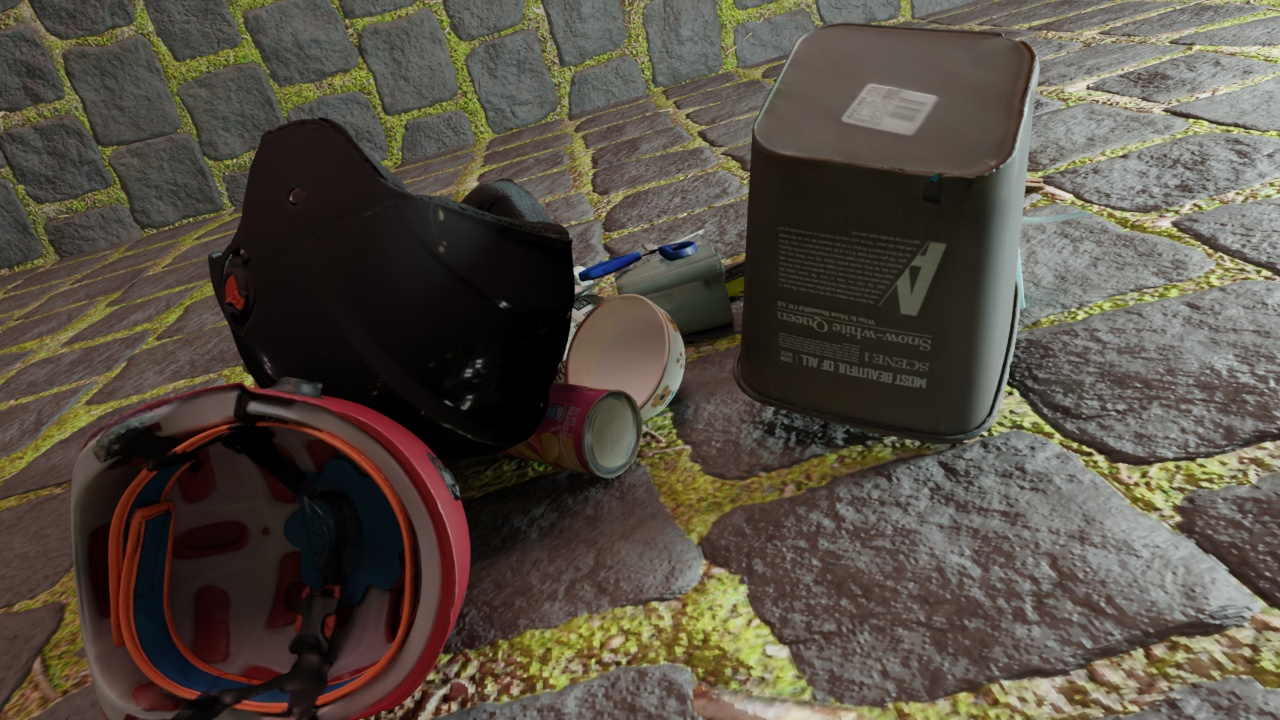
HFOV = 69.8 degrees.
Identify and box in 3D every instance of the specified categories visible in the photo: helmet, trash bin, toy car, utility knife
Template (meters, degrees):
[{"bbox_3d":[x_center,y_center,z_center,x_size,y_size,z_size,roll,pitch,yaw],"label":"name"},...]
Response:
[{"bbox_3d":[-0.199,0.111,0.550,0.240,0.207,0.143,-6,3,11],"label":"helmet"},{"bbox_3d":[-0.179,-0.038,0.673,0.275,0.230,0.233,-8,-6,29],"label":"helmet"},{"bbox_3d":[0.169,-0.090,0.633,0.199,0.220,0.198,12,53,20],"label":"trash bin"},{"bbox_3d":[0.107,-0.086,0.991,0.105,0.032,0.048,-19,21,23],"label":"toy car"},{"bbox_3d":[0.255,-0.105,0.768,0.222,0.013,0.029,-6,22,29],"label":"utility knife"}]

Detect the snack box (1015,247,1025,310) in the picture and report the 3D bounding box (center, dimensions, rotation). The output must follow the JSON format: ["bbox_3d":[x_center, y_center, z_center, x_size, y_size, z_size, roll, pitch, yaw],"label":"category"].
[{"bbox_3d":[0.240,-0.062,0.797,0.175,0.074,0.051,-16,23,-1],"label":"snack box"}]

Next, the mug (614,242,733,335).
[{"bbox_3d":[0.031,-0.068,0.905,0.103,0.083,0.124,-16,-12,3],"label":"mug"}]

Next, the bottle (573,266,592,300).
[{"bbox_3d":[-0.135,-0.058,1.067,0.080,0.044,0.194,10,33,45],"label":"bottle"}]

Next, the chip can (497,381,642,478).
[{"bbox_3d":[-0.099,0.047,0.769,0.211,0.071,0.071,6,31,41],"label":"chip can"}]

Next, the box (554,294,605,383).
[{"bbox_3d":[-0.061,-0.016,0.876,0.075,0.081,0.163,25,31,17],"label":"box"}]

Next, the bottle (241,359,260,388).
[{"bbox_3d":[-0.285,0.043,0.815,0.189,0.068,0.067,33,47,25],"label":"bottle"}]

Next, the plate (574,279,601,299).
[{"bbox_3d":[-0.129,-0.033,0.927,0.163,0.034,0.164,-39,5,-35],"label":"plate"}]

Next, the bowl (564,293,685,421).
[{"bbox_3d":[-0.005,0.005,0.792,0.114,0.113,0.062,5,-10,40],"label":"bowl"}]

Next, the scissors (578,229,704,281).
[{"bbox_3d":[0.011,-0.108,0.921,0.175,0.012,0.163,-22,14,-26],"label":"scissors"}]

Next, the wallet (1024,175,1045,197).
[{"bbox_3d":[0.262,-0.138,0.775,0.130,0.035,0.119,-7,-6,-31],"label":"wallet"}]
